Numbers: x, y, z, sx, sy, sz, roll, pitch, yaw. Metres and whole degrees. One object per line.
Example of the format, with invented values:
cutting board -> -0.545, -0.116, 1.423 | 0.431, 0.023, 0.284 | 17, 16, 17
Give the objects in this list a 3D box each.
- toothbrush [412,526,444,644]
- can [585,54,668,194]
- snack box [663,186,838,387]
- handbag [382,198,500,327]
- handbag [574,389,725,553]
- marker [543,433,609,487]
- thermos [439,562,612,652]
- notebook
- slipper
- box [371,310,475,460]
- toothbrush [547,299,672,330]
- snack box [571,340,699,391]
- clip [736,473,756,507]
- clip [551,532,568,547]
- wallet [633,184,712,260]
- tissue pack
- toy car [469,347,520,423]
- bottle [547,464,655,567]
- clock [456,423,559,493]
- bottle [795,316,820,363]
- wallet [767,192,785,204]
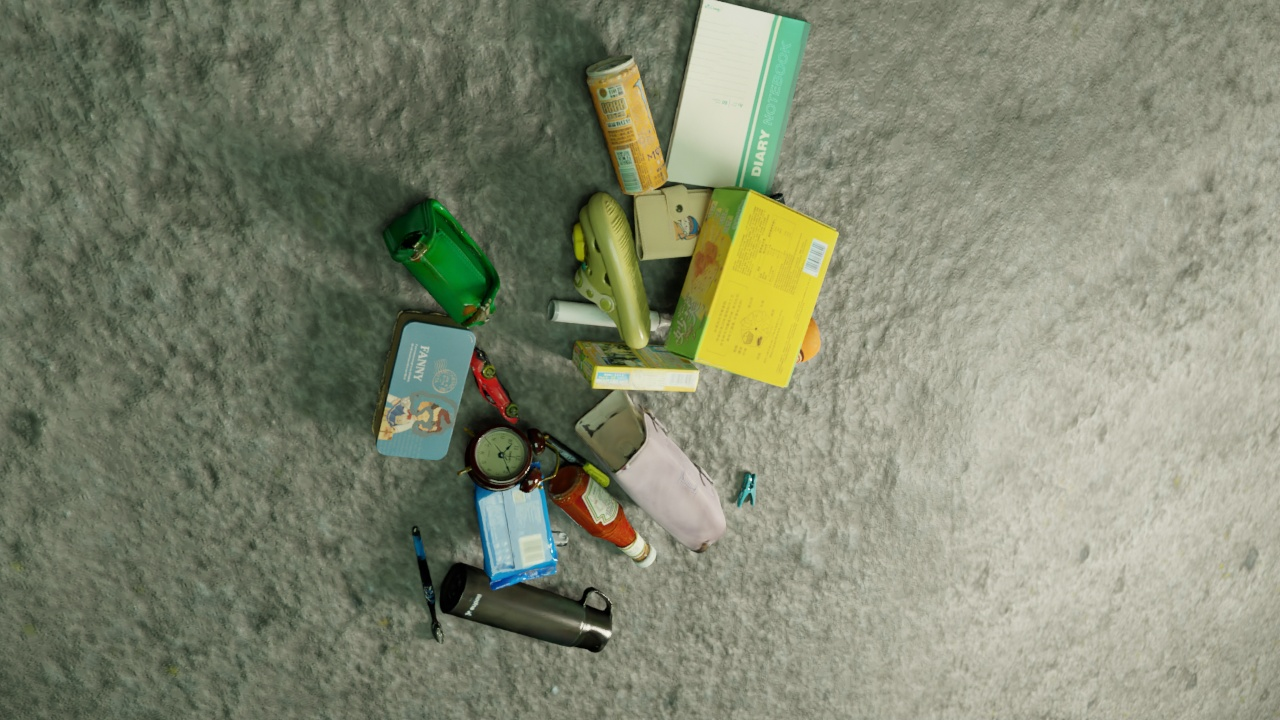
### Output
toothbrush -> -0.279, 0.299, 1.207 | 0.014, 0.016, 0.190 | -16, 117, -24
can -> -0.014, -0.263, 1.034 | 0.058, 0.058, 0.146 | -25, 120, -11
snack box -> 0.135, -0.087, 1.117 | 0.157, 0.070, 0.210 | 16, 94, -34
handbag -> -0.210, -0.103, 0.992 | 0.068, 0.120, 0.131 | -37, 123, 3
handbag -> 0.020, 0.145, 1.183 | 0.098, 0.145, 0.197 | -39, 122, 1
marker -> -0.086, 0.132, 1.210 | 0.018, 0.015, 0.124 | -47, 120, 4
thermos -> -0.147, 0.330, 1.249 | 0.242, 0.068, 0.090 | 26, 87, -31
notebook -> 0.115, -0.308, 1.094 | 0.150, 0.012, 0.209 | 3, 112, -24
slipper -> -0.042, -0.099, 1.079 | 0.082, 0.091, 0.190 | -13, 108, 11
box -> -0.252, 0.023, 1.067 | 0.089, 0.059, 0.184 | 7, 112, -25
toothbrush -> -0.008, -0.053, 1.151 | 0.220, 0.026, 0.026 | 5, 128, -24
snack box -> -0.007, 0.007, 1.143 | 0.140, 0.087, 0.034 | 4, 110, -24
clip -> 0.156, 0.189, 1.335 | 0.039, 0.013, 0.056 | -2, 113, -22
clip -> -0.123, 0.243, 1.239 | 0.058, 0.027, 0.045 | 6, 128, -34
wallet -> 0.045, -0.167, 1.102 | 0.115, 0.024, 0.087 | -8, 92, -29
tissue pack -> -0.163, 0.209, 1.178 | 0.095, 0.052, 0.157 | -10, 95, -16
toy car -> -0.178, 0.033, 1.107 | 0.031, 0.049, 0.106 | -32, 121, -6
bottle -> -0.046, 0.217, 1.241 | 0.060, 0.060, 0.206 | -41, 126, -1
clock -> -0.161, 0.120, 1.127 | 0.122, 0.055, 0.082 | 9, 75, -11
bottle -> 0.161, -0.018, 1.218 | 0.149, 0.066, 0.067 | -15, 118, -8
wallet -> 0.142, -0.147, 1.175 | 0.120, 0.019, 0.097 | -26, 120, -7
